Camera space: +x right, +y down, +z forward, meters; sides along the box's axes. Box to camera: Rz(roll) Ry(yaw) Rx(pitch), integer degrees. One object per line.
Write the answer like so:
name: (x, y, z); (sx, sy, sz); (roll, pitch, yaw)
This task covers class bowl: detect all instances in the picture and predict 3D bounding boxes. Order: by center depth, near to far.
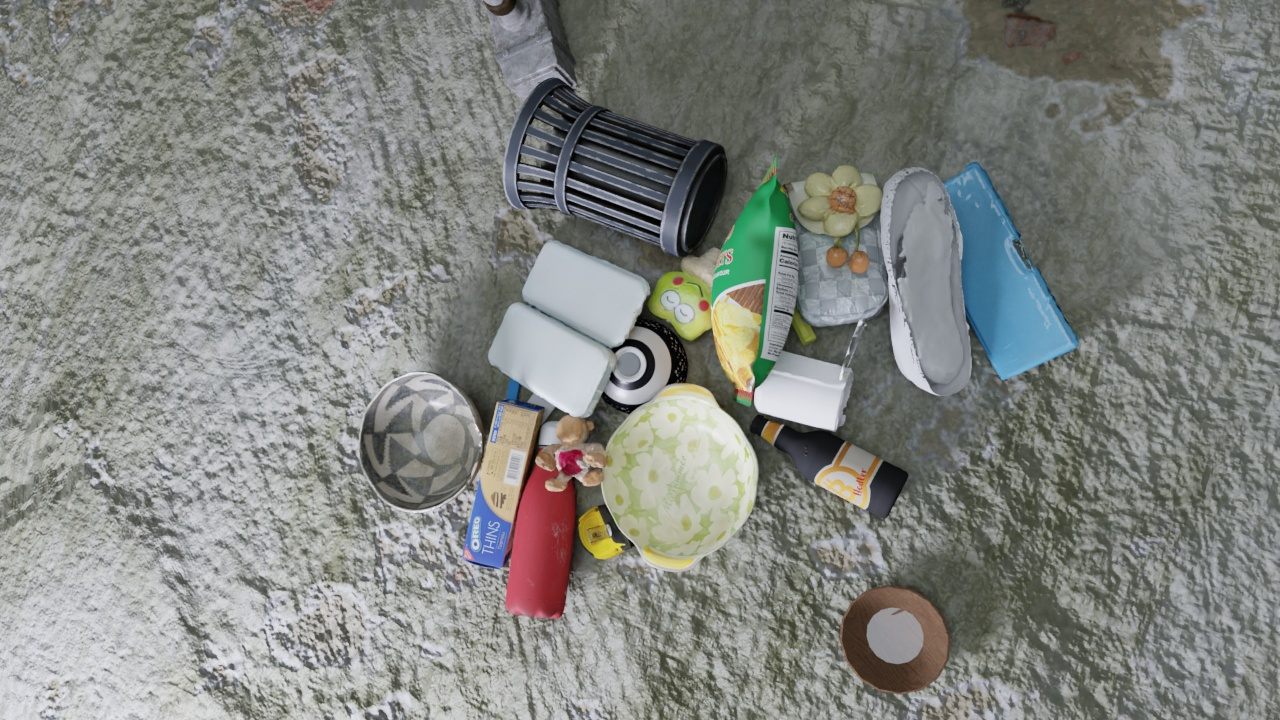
bowl: (0.282, 0.307, 1.019); (0.118, 0.030, 0.118); (-2, 84, 18)
bowl: (0.052, 0.138, 1.095); (0.189, 0.060, 0.219); (5, 85, 19)
bowl: (-0.007, 0.006, 1.117); (0.120, 0.066, 0.120); (-1, 87, 13)
bowl: (-0.270, 0.106, 1.190); (0.179, 0.081, 0.178); (-2, 84, 18)

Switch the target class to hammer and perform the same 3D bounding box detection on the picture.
hammer: (-0.182, -0.444, 1.085); (0.080, 0.326, 0.177); (-18, 79, 15)

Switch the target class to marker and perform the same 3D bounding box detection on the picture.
marker: (0.175, -0.077, 1.096); (0.017, 0.021, 0.123); (-27, 76, 13)

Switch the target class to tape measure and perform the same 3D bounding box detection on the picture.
tape measure: (-0.046, 0.212, 1.130); (0.064, 0.037, 0.065); (-21, 79, 14)

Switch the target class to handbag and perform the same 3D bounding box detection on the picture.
handbag: (0.223, -0.127, 1.033); (0.112, 0.123, 0.171); (-6, 83, 2)

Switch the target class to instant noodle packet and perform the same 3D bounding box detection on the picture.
instant noodle packet: (0.125, -0.078, 1.017); (0.090, 0.195, 0.252); (6, 90, 1)

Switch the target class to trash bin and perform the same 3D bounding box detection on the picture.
trash bin: (-0.024, -0.225, 1.105); (0.227, 0.164, 0.164); (22, 92, 15)

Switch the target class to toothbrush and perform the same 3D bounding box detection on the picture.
toothbrush: (-0.168, 0.055, 1.200); (0.016, 0.014, 0.166); (8, 83, 16)

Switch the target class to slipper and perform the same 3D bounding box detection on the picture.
slipper: (0.305, -0.085, 0.995); (0.075, 0.112, 0.247); (10, 117, 57)

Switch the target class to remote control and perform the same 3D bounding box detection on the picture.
remote control: (-0.101, 0.024, 1.179); (0.033, 0.012, 0.131); (39, 97, 9)

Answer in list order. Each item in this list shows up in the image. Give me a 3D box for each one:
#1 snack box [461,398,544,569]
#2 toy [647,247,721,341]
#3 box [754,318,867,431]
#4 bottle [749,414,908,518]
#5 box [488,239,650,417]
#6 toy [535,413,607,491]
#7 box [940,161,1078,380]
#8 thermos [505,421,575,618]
snack box: (-0.174, 0.154, 1.156); (0.057, 0.056, 0.207); (14, 93, 3)
toy: (0.068, -0.085, 1.119); (0.092, 0.046, 0.115); (41, 90, 17)
box: (0.187, 0.007, 1.028); (0.106, 0.080, 0.150); (16, 130, 17)
bottle: (0.209, 0.112, 1.046); (0.182, 0.059, 0.059); (27, 93, 18)
box: (-0.093, -0.045, 1.139); (0.209, 0.037, 0.189); (30, 98, 41)
toy: (-0.075, 0.103, 1.097); (0.085, 0.074, 0.105); (-8, 41, 9)
box: (0.393, -0.098, 1.023); (0.093, 0.052, 0.231); (-32, 75, 30)
thermos: (-0.116, 0.194, 1.136); (0.073, 0.073, 0.239); (3, 78, 18)
